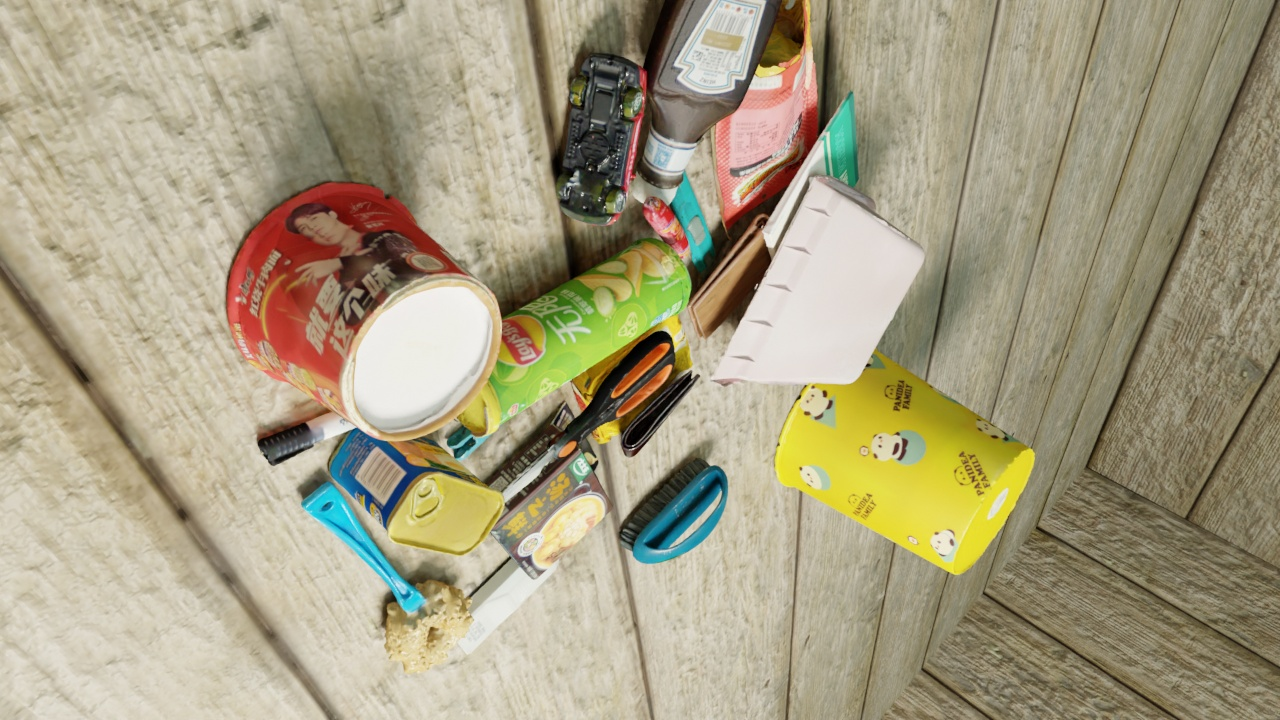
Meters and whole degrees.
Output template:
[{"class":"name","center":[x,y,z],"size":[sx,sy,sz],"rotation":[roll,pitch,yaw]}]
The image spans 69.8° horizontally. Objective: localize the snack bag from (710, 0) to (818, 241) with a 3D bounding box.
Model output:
[{"class":"snack bag","center":[0.108,-0.203,0.793],"size":[0.128,0.073,0.208],"rotation":[-41,152,-12]}]

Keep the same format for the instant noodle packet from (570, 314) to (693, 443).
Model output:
[{"class":"instant noodle packet","center":[-0.005,0.005,0.833],"size":[0.128,0.044,0.111],"rotation":[-41,150,-17]}]

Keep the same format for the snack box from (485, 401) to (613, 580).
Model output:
[{"class":"snack box","center":[-0.082,0.120,0.830],"size":[0.125,0.053,0.113],"rotation":[-41,144,-14]}]

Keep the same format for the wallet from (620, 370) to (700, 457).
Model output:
[{"class":"wallet","center":[0.017,0.052,0.871],"size":[0.096,0.020,0.122],"rotation":[-45,174,-6]}]

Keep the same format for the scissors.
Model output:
[{"class":"scissors","center":[-0.058,0.052,0.746],"size":[0.234,0.021,0.125],"rotation":[-34,156,-30]}]

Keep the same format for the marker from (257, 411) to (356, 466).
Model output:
[{"class":"marker","center":[-0.199,0.040,0.635],"size":[0.130,0.018,0.023],"rotation":[-23,129,-40]}]

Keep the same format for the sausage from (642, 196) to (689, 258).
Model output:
[{"class":"sausage","center":[0.024,-0.108,0.759],"size":[0.020,0.020,0.156],"rotation":[-58,166,0]}]

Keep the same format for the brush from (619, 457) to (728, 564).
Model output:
[{"class":"brush","center":[0.047,0.170,1.010],"size":[0.143,0.073,0.055],"rotation":[-40,139,-24]}]

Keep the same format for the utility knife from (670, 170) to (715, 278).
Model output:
[{"class":"utility knife","center":[0.042,-0.128,0.810],"size":[0.029,0.013,0.171],"rotation":[-51,146,-14]}]

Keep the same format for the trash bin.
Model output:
[{"class":"trash bin","center":[0.346,0.131,1.197],"size":[0.229,0.255,0.230],"rotation":[-32,139,-33]}]

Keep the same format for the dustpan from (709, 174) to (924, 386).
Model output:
[{"class":"dustpan","center":[0.172,-0.082,0.970],"size":[0.273,0.139,0.223],"rotation":[14,111,-39]}]

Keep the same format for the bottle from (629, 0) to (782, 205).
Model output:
[{"class":"bottle","center":[0.038,-0.201,0.679],"size":[0.079,0.044,0.195],"rotation":[5,134,-20]}]

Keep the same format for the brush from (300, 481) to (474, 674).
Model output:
[{"class":"brush","center":[-0.201,0.174,0.733],"size":[0.083,0.046,0.255],"rotation":[-39,139,-19]}]

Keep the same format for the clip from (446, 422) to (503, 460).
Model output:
[{"class":"clip","center":[-0.131,0.057,0.740],"size":[0.057,0.014,0.046],"rotation":[-43,142,-19]}]

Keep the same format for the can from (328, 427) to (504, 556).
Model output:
[{"class":"can","center":[-0.162,0.092,0.665],"size":[0.057,0.083,0.102],"rotation":[-58,147,0]}]

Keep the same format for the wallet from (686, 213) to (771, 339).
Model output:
[{"class":"wallet","center":[0.089,-0.077,0.887],"size":[0.115,0.020,0.101],"rotation":[-50,162,-5]}]

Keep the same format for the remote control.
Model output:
[{"class":"remote control","center":[-0.128,0.222,0.872],"size":[0.124,0.024,0.049],"rotation":[-42,144,-21]}]

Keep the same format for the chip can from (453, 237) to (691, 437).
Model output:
[{"class":"chip can","center":[-0.054,-0.025,0.718],"size":[0.220,0.072,0.073],"rotation":[-34,140,-32]}]

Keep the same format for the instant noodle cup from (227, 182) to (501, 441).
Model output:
[{"class":"instant noodle cup","center":[-0.158,-0.025,0.551],"size":[0.137,0.108,0.138],"rotation":[-32,139,-33]}]

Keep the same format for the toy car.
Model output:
[{"class":"toy car","center":[-0.025,-0.158,0.662],"size":[0.045,0.053,0.121],"rotation":[-34,141,-64]}]

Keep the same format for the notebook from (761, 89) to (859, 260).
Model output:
[{"class":"notebook","center":[0.171,-0.157,0.903],"size":[0.150,0.012,0.209],"rotation":[-58,163,-1]}]
